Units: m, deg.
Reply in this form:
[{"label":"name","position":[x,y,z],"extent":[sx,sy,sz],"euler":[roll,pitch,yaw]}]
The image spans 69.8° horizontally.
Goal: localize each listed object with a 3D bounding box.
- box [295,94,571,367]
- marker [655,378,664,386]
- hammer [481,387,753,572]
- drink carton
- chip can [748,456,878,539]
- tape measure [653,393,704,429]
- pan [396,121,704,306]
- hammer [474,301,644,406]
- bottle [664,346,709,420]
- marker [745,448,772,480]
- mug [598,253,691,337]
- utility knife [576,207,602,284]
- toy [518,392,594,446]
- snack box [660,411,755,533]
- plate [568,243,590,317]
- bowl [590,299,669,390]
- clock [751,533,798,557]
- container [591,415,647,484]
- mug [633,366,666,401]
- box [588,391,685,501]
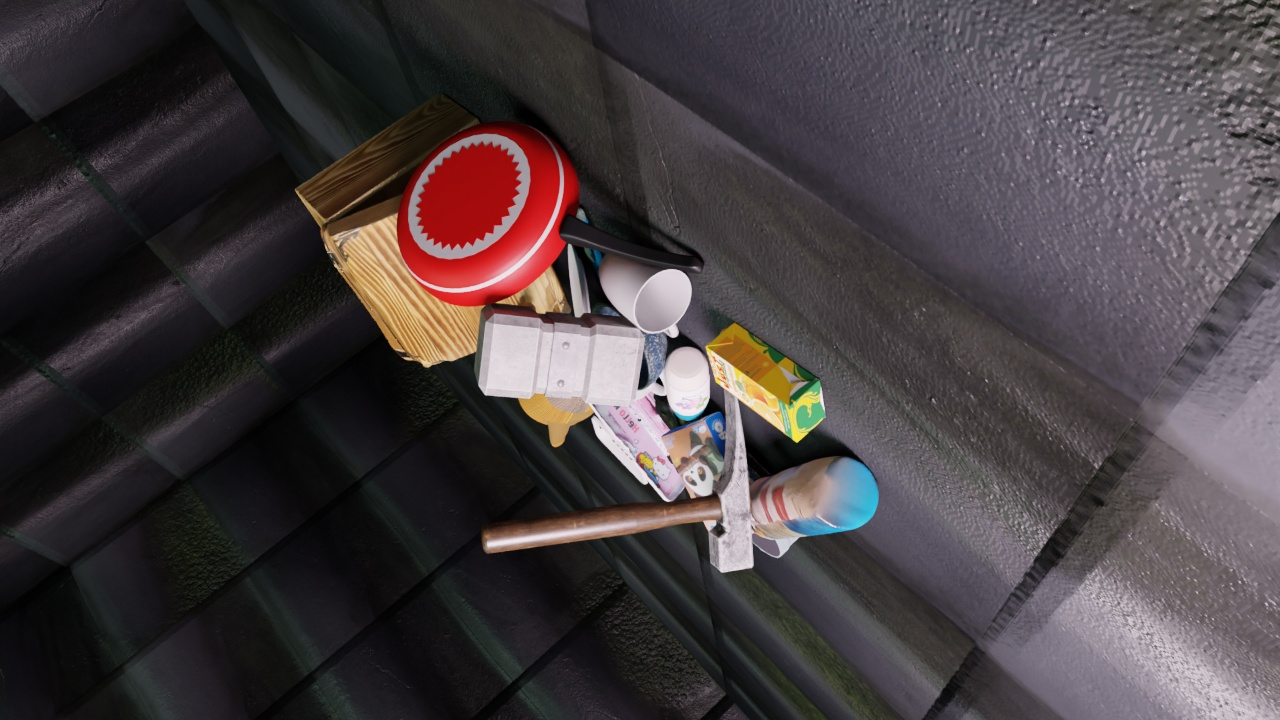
[{"label":"box","position":[-0.263,-0.137,1.195],"extent":[0.215,0.257,0.279],"euler":[43,163,34]},{"label":"marker","position":[0.000,0.004,1.245],"extent":[0.138,0.016,0.022],"euler":[52,134,0]},{"label":"hammer","position":[-0.024,0.135,0.994],"extent":[0.037,0.300,0.218],"euler":[-165,70,-75]},{"label":"drink carton","position":[0.119,0.018,0.893],"extent":[0.122,0.041,0.058],"euler":[39,161,38]},{"label":"chip can","position":[0.174,0.150,0.981],"extent":[0.080,0.079,0.230],"euler":[50,164,4]},{"label":"tape measure","position":[0.050,0.068,1.197],"extent":[0.072,0.042,0.071],"euler":[54,161,-20]},{"label":"pan","position":[-0.102,-0.140,0.933],"extent":[0.357,0.208,0.067],"euler":[16,167,28]},{"label":"hammer","position":[-0.114,-0.033,1.070],"extent":[0.317,0.162,0.083],"euler":[-136,53,-71]},{"label":"bottle","position":[0.056,0.037,1.089],"extent":[0.051,0.051,0.146],"euler":[44,163,23]},{"label":"marker","position":[0.132,0.124,1.135],"extent":[0.145,0.021,0.023],"euler":[45,-166,19]},{"label":"mug","position":[0.004,-0.069,0.964],"extent":[0.089,0.071,0.107],"euler":[41,168,44]},{"label":"utility knife","position":[-0.053,-0.121,1.105],"extent":[0.031,0.015,0.174],"euler":[43,165,40]},{"label":"toy","position":[-0.105,0.031,1.391],"extent":[0.204,0.162,0.198],"euler":[162,109,-71]},{"label":"snack box","position":[0.094,0.145,1.129],"extent":[0.087,0.034,0.151],"euler":[-26,90,49]},{"label":"plate","position":[-0.076,-0.083,1.162],"extent":[0.134,0.011,0.134],"euler":[171,91,-82]},{"label":"bowl","position":[-0.003,-0.028,1.076],"extent":[0.114,0.060,0.115],"euler":[42,149,32]},{"label":"clock","position":[0.154,0.201,1.206],"extent":[0.122,0.045,0.159],"euler":[45,164,21]},{"label":"container","position":[-0.019,0.136,1.525],"extent":[0.129,0.049,0.081],"euler":[44,163,24]},{"label":"mug","position":[-0.007,0.007,1.169],"extent":[0.110,0.073,0.091],"euler":[28,156,25]},{"label":"box","position":[0.007,0.102,1.293],"extent":[0.202,0.095,0.088],"euler":[52,167,-6]}]
